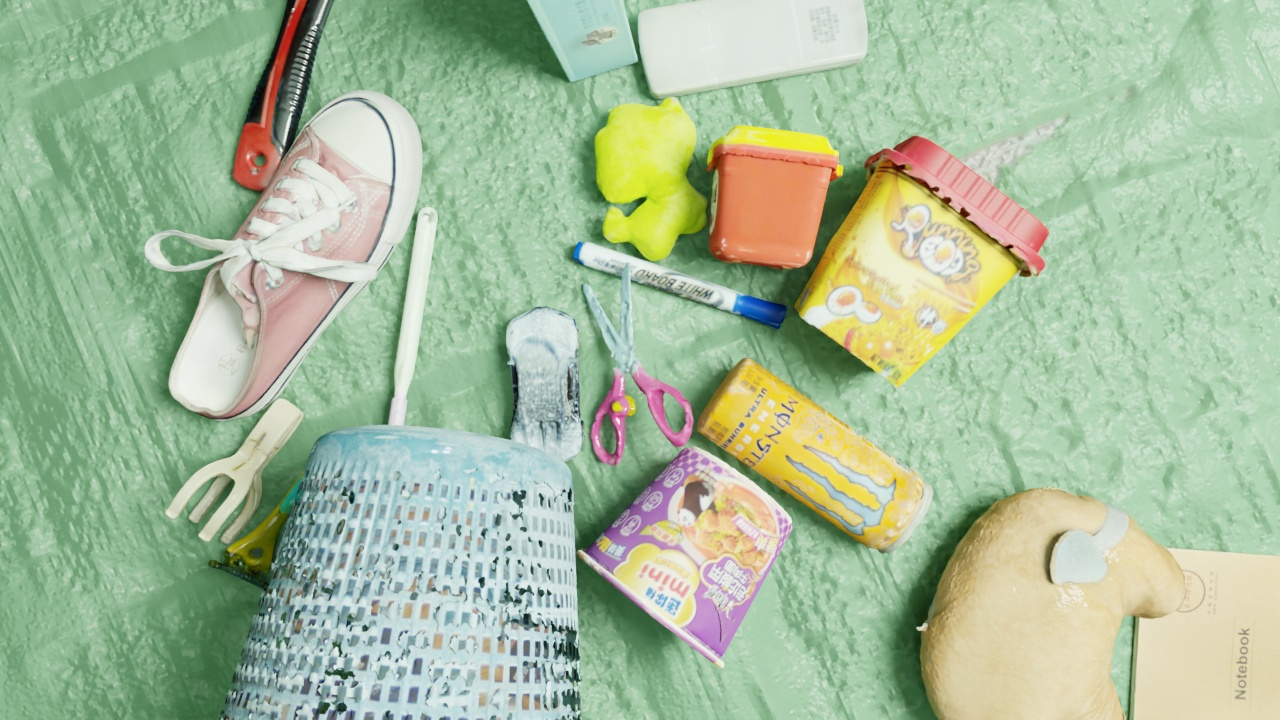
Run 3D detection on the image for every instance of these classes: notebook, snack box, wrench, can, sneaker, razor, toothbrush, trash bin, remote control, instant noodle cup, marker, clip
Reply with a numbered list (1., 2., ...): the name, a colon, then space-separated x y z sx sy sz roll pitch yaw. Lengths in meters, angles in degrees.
1. notebook: 0.432 0.204 0.610 0.207 0.008 0.148 4 89 0
2. snack box: 0.080 -0.099 0.576 0.082 0.091 0.080 7 95 1
3. wrench: -0.215 -0.243 0.614 0.056 0.016 0.273 22 88 1
4. can: 0.110 0.061 0.587 0.146 0.058 0.058 34 89 1
5. sneaker: -0.222 -0.067 0.575 0.118 0.088 0.241 33 90 1
6. razor: -0.222 0.092 0.601 0.132 0.028 0.043 -49 124 0
7. toothbrush: -0.154 -0.009 0.609 0.029 0.020 0.189 8 88 -4
8. snack box: -0.041 -0.229 0.535 0.051 0.175 0.074 -16 88 5
9. trash bin: -0.120 0.145 0.514 0.226 0.227 0.194 6 74 0
10. remote control: 0.074 -0.215 0.611 0.150 0.021 0.058 -9 89 0
11. instant noodle cup: 0.033 0.115 0.566 0.111 0.112 0.099 37 81 1
12. instant noodle cup: 0.164 -0.057 0.569 0.116 0.116 0.124 37 100 0
13. marker: 0.026 -0.051 0.610 0.146 0.017 0.017 18 89 0
14. clip: -0.259 0.074 0.584 0.035 0.095 0.102 35 100 1

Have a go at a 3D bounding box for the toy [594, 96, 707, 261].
1. toy: 0.004 -0.122 0.603 0.096 0.031 0.100 -39 95 -12

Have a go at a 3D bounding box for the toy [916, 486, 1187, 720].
1. toy: 0.241 0.190 0.575 0.143 0.082 0.226 23 91 9

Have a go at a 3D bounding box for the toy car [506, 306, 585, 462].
1. toy car: -0.063 0.016 0.602 0.049 0.031 0.105 -3 88 -1

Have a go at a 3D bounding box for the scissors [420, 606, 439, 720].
1. scissors: -0.141 0.235 0.609 0.175 0.014 0.133 -42 88 -4

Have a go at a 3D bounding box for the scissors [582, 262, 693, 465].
1. scissors: -0.003 0.002 0.589 0.108 0.017 0.135 4 93 40
